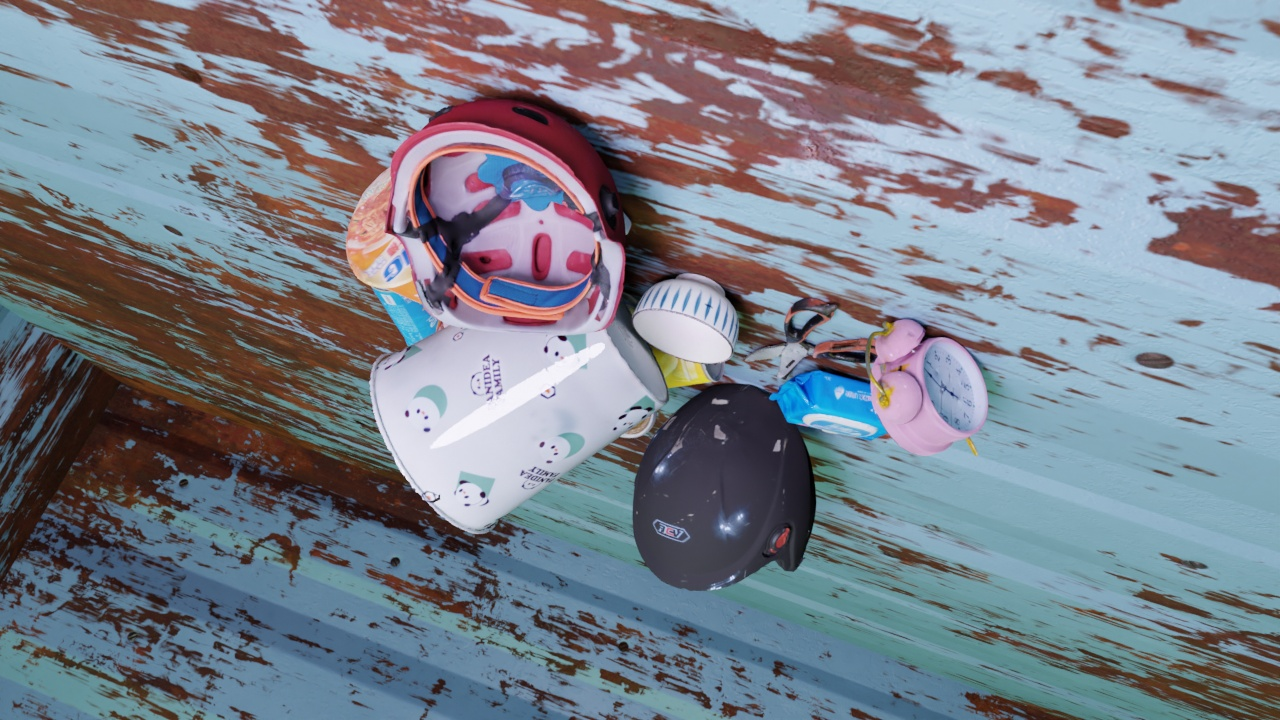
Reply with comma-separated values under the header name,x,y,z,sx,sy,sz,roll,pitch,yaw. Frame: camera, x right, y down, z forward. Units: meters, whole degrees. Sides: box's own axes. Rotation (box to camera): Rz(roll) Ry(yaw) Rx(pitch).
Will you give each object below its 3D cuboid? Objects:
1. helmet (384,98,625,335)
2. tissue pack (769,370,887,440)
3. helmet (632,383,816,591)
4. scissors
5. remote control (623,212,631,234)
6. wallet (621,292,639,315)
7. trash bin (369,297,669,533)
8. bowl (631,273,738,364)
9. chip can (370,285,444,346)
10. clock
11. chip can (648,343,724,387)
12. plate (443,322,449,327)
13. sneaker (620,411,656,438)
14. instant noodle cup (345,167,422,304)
name,x,y,z,sx,sy,sz,roll,pitch,yaw
helmet,-0.111,-0.143,0.824,0.207,0.143,0.240,2,136,12
tissue pack,0.235,0.056,1.090,0.157,0.052,0.095,14,163,-7
helmet,0.107,0.167,1.224,0.234,0.273,0.230,17,133,33
scissors,0.189,-0.017,1.027,0.224,0.015,0.189,6,155,34
remote control,-0.074,-0.148,0.944,0.136,0.020,0.056,4,155,37
wallet,-0.016,-0.046,1.142,0.087,0.024,0.115,24,157,-16
trash bin,-0.122,0.030,1.003,0.252,0.229,0.229,-31,141,11
bowl,0.055,-0.052,0.996,0.116,0.066,0.117,18,159,7
chip can,-0.321,-0.081,1.283,0.071,0.071,0.210,18,159,9
clock,0.277,0.024,0.909,0.158,0.117,0.060,27,149,-23
chip can,-0.007,0.007,1.123,0.214,0.072,0.072,-8,148,28
plate,-0.219,0.000,1.314,0.192,0.039,0.192,44,174,5
sneaker,-0.067,0.024,1.248,0.241,0.118,0.087,33,-173,24
instant noodle cup,-0.219,-0.125,0.978,0.151,0.151,0.111,8,164,31
